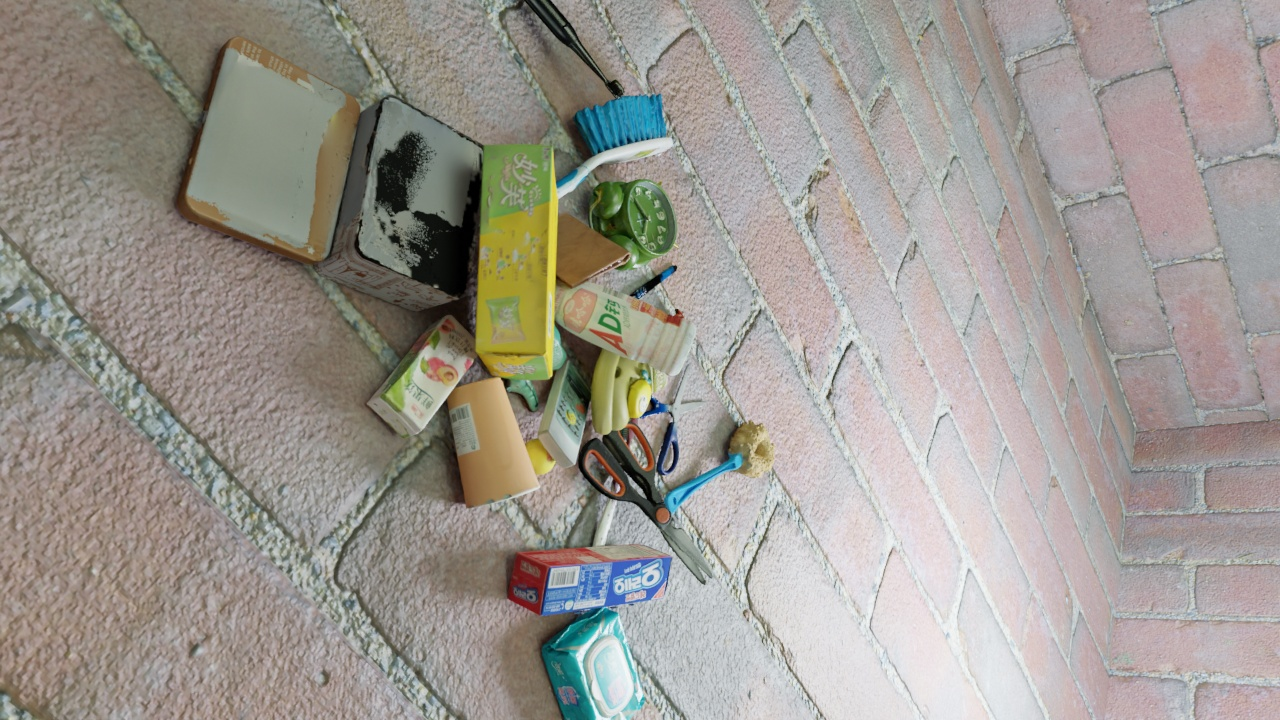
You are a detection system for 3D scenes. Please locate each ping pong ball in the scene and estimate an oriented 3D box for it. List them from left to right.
[{"bbox_3d":[-0.113,0.106,1.011,0.040,0.040,0.040,14,71,-48],"label":"ping pong ball"}]

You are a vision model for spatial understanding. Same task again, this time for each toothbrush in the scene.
[{"bbox_3d":[-0.094,-0.404,1.119,0.212,0.027,0.026,46,54,-15],"label":"toothbrush"},{"bbox_3d":[-0.034,0.152,1.118,0.016,0.017,0.187,41,55,-41],"label":"toothbrush"},{"bbox_3d":[0.004,-0.091,1.215,0.189,0.016,0.014,-39,116,-48],"label":"toothbrush"}]

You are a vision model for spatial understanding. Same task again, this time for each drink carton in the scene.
[{"bbox_3d":[-0.213,0.015,0.908,0.053,0.046,0.122,48,47,-21],"label":"drink carton"}]

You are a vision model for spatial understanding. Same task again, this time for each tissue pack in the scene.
[{"bbox_3d":[-0.051,0.347,1.024,0.093,0.050,0.133,-28,103,-48],"label":"tissue pack"}]

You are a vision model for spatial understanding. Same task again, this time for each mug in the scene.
[{"bbox_3d":[-0.157,0.083,0.942,0.078,0.078,0.122,-14,88,-50],"label":"mug"}]

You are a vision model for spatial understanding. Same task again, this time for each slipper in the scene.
[{"bbox_3d":[-0.007,0.006,1.109,0.092,0.082,0.190,87,16,-48],"label":"slipper"}]

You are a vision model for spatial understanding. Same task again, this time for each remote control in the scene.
[{"bbox_3d":[-0.084,0.059,1.039,0.056,0.019,0.134,56,24,-28],"label":"remote control"}]

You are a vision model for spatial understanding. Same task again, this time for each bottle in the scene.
[{"bbox_3d":[-0.037,-0.047,1.048,0.197,0.068,0.068,22,58,-2],"label":"bottle"}]

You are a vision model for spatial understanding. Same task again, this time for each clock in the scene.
[{"bbox_3d":[-0.014,-0.176,1.179,0.160,0.056,0.116,-22,98,-50],"label":"clock"}]

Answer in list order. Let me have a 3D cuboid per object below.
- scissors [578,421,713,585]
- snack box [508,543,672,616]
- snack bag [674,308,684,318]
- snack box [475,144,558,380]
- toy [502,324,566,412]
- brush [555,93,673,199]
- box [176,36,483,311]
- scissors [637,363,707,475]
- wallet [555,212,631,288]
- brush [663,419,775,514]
[{"bbox_3d":[0.004,0.185,1.105,0.148,0.022,0.234,-13,82,-29],"label":"scissors"},{"bbox_3d":[-0.050,0.244,1.033,0.207,0.058,0.057,9,92,-49],"label":"snack box"},{"bbox_3d":[0.038,-0.028,1.233,0.105,0.026,0.045,-47,126,-43],"label":"snack bag"},{"bbox_3d":[-0.122,-0.094,0.934,0.158,0.070,0.210,110,-20,-80],"label":"snack box"},{"bbox_3d":[-0.121,0.006,1.028,0.091,0.030,0.096,-33,116,-28],"label":"toy"},{"bbox_3d":[-0.058,-0.262,1.142,0.313,0.061,0.109,-25,95,-46],"label":"brush"},{"bbox_3d":[-0.277,-0.168,0.856,0.259,0.082,0.176,23,65,-41],"label":"box"},{"bbox_3d":[0.039,0.074,1.224,0.174,0.012,0.162,20,66,-47],"label":"scissors"},{"bbox_3d":[-0.083,-0.128,1.066,0.115,0.101,0.020,-34,151,-46],"label":"wallet"},{"bbox_3d":[0.111,0.153,1.277,0.253,0.046,0.083,-24,105,-46],"label":"brush"}]
